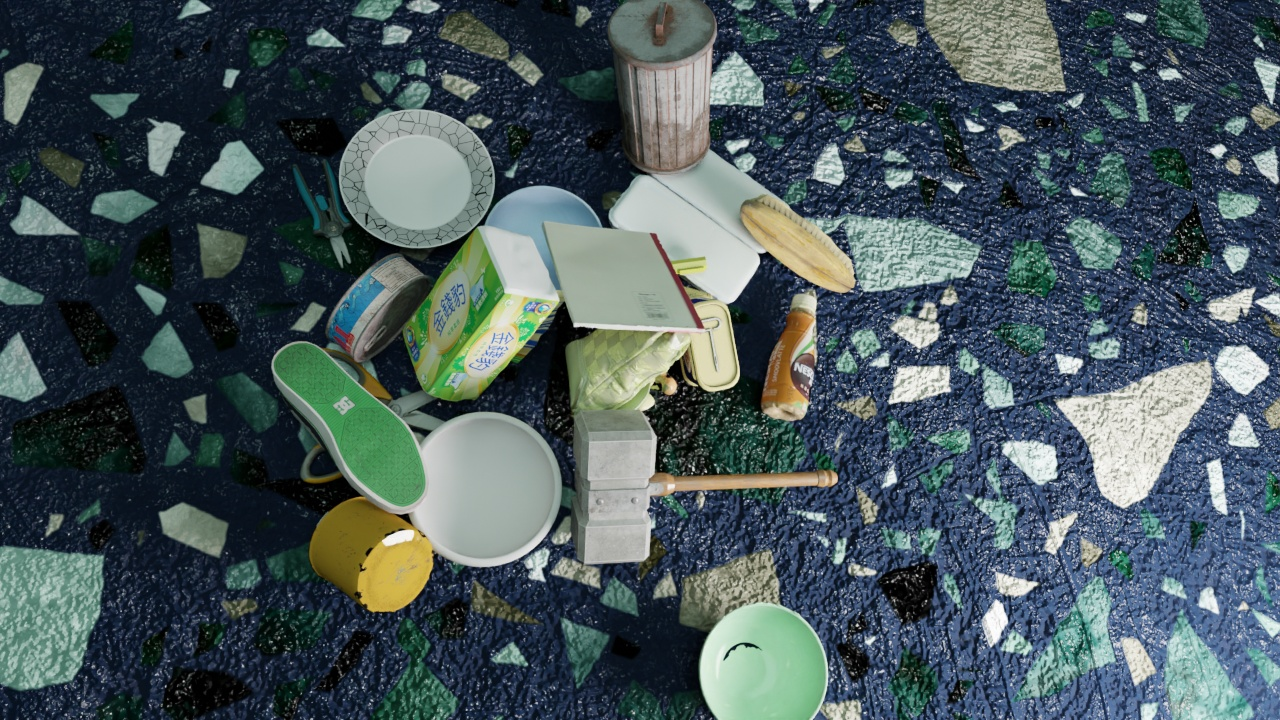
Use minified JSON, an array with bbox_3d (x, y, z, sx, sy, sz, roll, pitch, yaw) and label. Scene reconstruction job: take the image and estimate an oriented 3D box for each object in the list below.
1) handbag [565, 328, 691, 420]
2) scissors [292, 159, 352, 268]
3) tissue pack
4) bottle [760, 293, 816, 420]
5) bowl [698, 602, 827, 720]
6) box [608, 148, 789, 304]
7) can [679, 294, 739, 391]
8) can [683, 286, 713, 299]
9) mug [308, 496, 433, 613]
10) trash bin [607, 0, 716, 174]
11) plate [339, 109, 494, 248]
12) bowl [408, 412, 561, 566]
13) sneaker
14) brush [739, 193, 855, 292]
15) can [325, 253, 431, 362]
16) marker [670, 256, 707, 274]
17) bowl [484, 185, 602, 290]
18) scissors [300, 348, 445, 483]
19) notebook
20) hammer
[{"bbox_3d":[-0.007,0.006,1.098,0.117,0.187,0.113,39,28,-34],"label":"handbag"},{"bbox_3d":[-0.399,-0.188,1.151,0.144,0.019,0.126,30,65,-8],"label":"scissors"},{"bbox_3d":[-0.164,-0.047,1.074,0.141,0.198,0.120,6,54,-45],"label":"tissue pack"},{"bbox_3d":[0.199,-0.007,1.195,0.059,0.059,0.167,16,71,-6],"label":"bottle"},{"bbox_3d":[0.133,0.359,1.064,0.151,0.077,0.150,3,73,-11],"label":"bowl"},{"bbox_3d":[0.084,-0.197,1.246,0.209,0.037,0.188,37,74,1],"label":"box"},{"bbox_3d":[0.081,-0.022,1.138,0.056,0.092,0.116,-12,97,-7],"label":"can"},{"bbox_3d":[0.052,-0.078,1.198,0.079,0.038,0.038,15,71,-7],"label":"can"},{"bbox_3d":[-0.287,0.221,0.998,0.094,0.124,0.100,20,42,38],"label":"mug"},{"bbox_3d":[0.030,-0.354,1.168,0.131,0.211,0.130,-2,59,2],"label":"trash bin"},{"bbox_3d":[-0.279,-0.227,1.154,0.188,0.016,0.188,3,74,-10],"label":"plate"},{"bbox_3d":[-0.182,0.152,1.068,0.176,0.066,0.176,3,73,-10],"label":"bowl"},{"bbox_3d":[-0.323,0.083,1.032,0.084,0.079,0.235,-38,77,-29],"label":"sneaker"},{"bbox_3d":[0.212,-0.157,1.229,0.195,0.059,0.043,34,54,-16],"label":"brush"},{"bbox_3d":[-0.305,-0.061,1.073,0.044,0.130,0.129,39,70,2],"label":"can"},{"bbox_3d":[0.025,-0.118,1.198,0.124,0.017,0.021,-7,47,3],"label":"marker"},{"bbox_3d":[-0.124,-0.137,1.162,0.150,0.075,0.150,3,73,-10],"label":"bowl"},{"bbox_3d":[-0.316,0.071,1.093,0.225,0.016,0.216,23,71,-4],"label":"scissors"},{"bbox_3d":[-0.024,-0.098,1.061,0.153,0.012,0.208,3,37,-20],"label":"notebook"},{"bbox_3d":[0.082,0.143,1.077,0.317,0.083,0.163,-1,109,-11],"label":"hammer"}]
